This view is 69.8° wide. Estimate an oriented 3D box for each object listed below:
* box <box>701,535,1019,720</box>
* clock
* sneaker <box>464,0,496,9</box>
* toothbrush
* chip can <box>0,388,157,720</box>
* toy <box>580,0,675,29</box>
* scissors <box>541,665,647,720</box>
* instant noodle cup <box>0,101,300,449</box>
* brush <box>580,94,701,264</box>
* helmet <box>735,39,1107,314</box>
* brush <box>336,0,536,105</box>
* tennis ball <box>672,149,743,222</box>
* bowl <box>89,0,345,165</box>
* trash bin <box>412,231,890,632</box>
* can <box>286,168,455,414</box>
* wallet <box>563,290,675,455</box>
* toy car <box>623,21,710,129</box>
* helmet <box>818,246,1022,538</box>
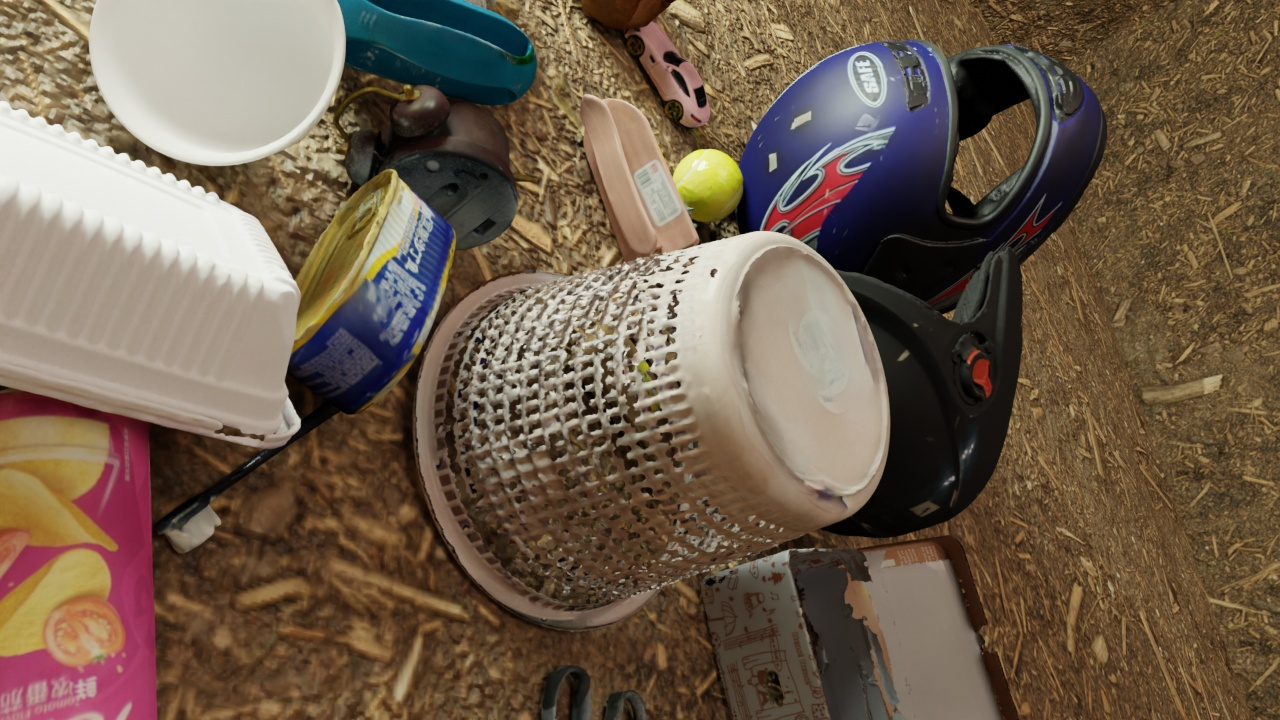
[{"bbox_3d":[0.177,0.232,0.695,0.260,0.105,0.178,11,60,-50],"label":"box"},{"bbox_3d":[-0.124,-0.117,0.544,0.122,0.082,0.055,30,42,-41],"label":"clock"},{"bbox_3d":[-0.124,-0.265,0.636,0.091,0.090,0.241,55,35,-17],"label":"sneaker"},{"bbox_3d":[-0.162,0.034,0.452,0.018,0.016,0.180,61,34,-15],"label":"toothbrush"},{"bbox_3d":[-0.195,0.118,0.300,0.071,0.072,0.210,12,59,-50],"label":"chip can"},{"bbox_3d":[-0.025,-0.412,0.850,0.140,0.131,0.199,1,58,-32],"label":"toy"},{"bbox_3d":[-0.035,0.248,0.487,0.168,0.014,0.156,-31,95,-54],"label":"scissors"},{"bbox_3d":[-0.208,-0.042,0.340,0.173,0.060,0.138,23,14,-43],"label":"instant noodle cup"},{"bbox_3d":[-0.006,-0.146,0.737,0.073,0.063,0.145,-1,69,-65],"label":"brush"},{"bbox_3d":[0.228,-0.174,0.848,0.240,0.316,0.246,18,46,-31],"label":"helmet"},{"bbox_3d":[-0.119,-0.181,0.523,0.143,0.055,0.073,6,24,-42],"label":"brush"},{"bbox_3d":[0.061,-0.159,0.835,0.065,0.066,0.065,32,45,-38],"label":"tennis ball"},{"bbox_3d":[-0.202,-0.149,0.463,0.118,0.118,0.065,64,-5,1],"label":"bowl"},{"bbox_3d":[0.020,0.028,0.514,0.227,0.193,0.227,20,61,-41],"label":"trash bin"},{"bbox_3d":[-0.140,-0.039,0.471,0.049,0.075,0.147,43,27,-30],"label":"can"},{"bbox_3d":[-0.004,0.004,0.672,0.090,0.033,0.115,54,39,-16],"label":"wallet"},{"bbox_3d":[0.030,-0.285,0.904,0.122,0.037,0.056,56,33,-9],"label":"toy car"},{"bbox_3d":[0.162,0.019,0.706,0.274,0.234,0.230,17,79,-50],"label":"helmet"}]
